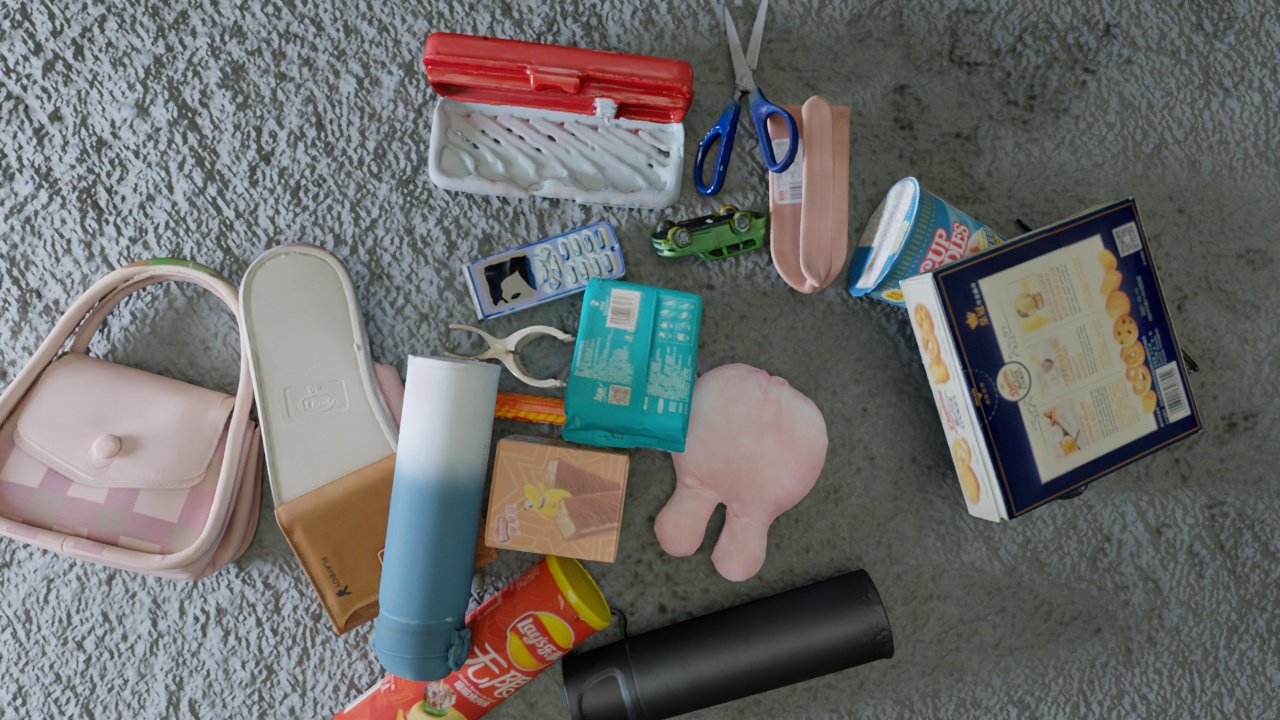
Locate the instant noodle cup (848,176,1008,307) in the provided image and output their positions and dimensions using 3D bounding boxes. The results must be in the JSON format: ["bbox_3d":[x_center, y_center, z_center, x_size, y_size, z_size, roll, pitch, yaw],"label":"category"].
[{"bbox_3d":[0.232,-0.074,0.702,0.110,0.099,0.099,21,87,-7],"label":"instant noodle cup"}]

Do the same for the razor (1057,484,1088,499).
[{"bbox_3d":[0.327,0.026,0.720,0.067,0.062,0.167,13,81,-31],"label":"razor"}]

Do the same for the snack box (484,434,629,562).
[{"bbox_3d":[-0.060,0.100,0.686,0.094,0.093,0.077,8,88,-1],"label":"snack box"}]

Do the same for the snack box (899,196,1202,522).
[{"bbox_3d":[0.293,-0.003,0.652,0.182,0.046,0.178,-20,95,-15],"label":"snack box"}]

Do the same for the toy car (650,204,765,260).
[{"bbox_3d":[0.054,-0.098,0.719,0.091,0.043,0.036,-11,110,-9],"label":"toy car"}]

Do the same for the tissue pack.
[{"bbox_3d":[-0.004,0.004,0.691,0.093,0.050,0.133,9,63,0],"label":"tissue pack"}]

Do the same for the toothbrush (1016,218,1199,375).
[{"bbox_3d":[0.373,-0.050,0.739,0.189,0.014,0.017,41,100,1],"label":"toothbrush"}]

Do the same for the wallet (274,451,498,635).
[{"bbox_3d":[-0.181,0.132,0.677,0.130,0.035,0.119,-25,97,-9],"label":"wallet"}]

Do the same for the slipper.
[{"bbox_3d":[-0.233,0.046,0.699,0.114,0.054,0.274,-16,98,-11],"label":"slipper"}]

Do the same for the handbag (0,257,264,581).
[{"bbox_3d":[-0.376,0.036,0.697,0.193,0.093,0.234,15,80,-1],"label":"handbag"}]

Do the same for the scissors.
[{"bbox_3d":[0.079,-0.204,0.718,0.163,0.012,0.162,-51,48,26],"label":"scissors"}]

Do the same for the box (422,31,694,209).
[{"bbox_3d":[-0.063,-0.178,0.695,0.201,0.095,0.100,5,85,-2],"label":"box"}]

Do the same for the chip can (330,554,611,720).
[{"bbox_3d":[-0.127,0.230,0.685,0.216,0.073,0.073,-37,89,1],"label":"chip can"}]

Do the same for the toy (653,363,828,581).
[{"bbox_3d":[0.073,0.084,0.707,0.121,0.054,0.159,24,83,7],"label":"toy"}]

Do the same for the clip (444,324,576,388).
[{"bbox_3d":[-0.095,-0.019,0.721,0.104,0.035,0.086,29,91,8],"label":"clip"}]

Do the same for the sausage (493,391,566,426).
[{"bbox_3d":[-0.075,0.039,0.724,0.165,0.021,0.021,7,88,0],"label":"sausage"}]

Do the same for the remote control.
[{"bbox_3d":[-0.075,-0.070,0.726,0.125,0.024,0.049,-17,88,-3],"label":"remote control"}]

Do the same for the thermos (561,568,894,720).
[{"bbox_3d":[0.061,0.213,0.700,0.242,0.068,0.090,-14,66,-1],"label":"thermos"}]

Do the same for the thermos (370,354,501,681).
[{"bbox_3d":[-0.140,0.107,0.634,0.070,0.070,0.220,7,91,-1],"label":"thermos"}]

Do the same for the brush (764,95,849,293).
[{"bbox_3d":[0.130,-0.125,0.708,0.063,0.073,0.145,0,89,-2],"label":"brush"}]
